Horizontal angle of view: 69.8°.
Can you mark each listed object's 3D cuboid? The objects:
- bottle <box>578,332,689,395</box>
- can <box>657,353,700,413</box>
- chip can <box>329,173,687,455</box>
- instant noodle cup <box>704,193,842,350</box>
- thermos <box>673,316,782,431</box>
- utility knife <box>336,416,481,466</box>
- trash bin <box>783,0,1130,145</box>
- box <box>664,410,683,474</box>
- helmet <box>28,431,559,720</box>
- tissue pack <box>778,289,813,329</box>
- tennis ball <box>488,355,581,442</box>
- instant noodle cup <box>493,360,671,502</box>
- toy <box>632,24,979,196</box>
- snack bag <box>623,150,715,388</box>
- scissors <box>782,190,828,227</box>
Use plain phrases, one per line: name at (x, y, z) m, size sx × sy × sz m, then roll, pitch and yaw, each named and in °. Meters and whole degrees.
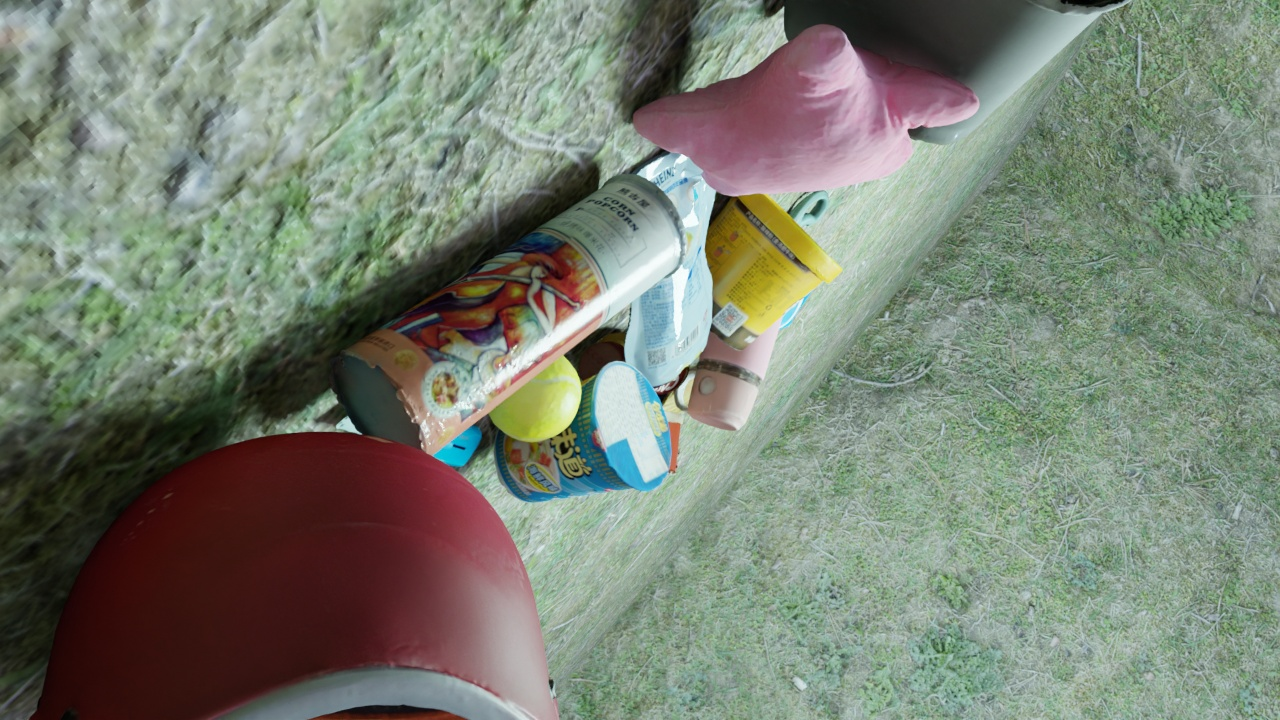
bottle at (-0.005, 0.005, 0.806) m, size 0.057 × 0.057 × 0.174 m, roll -54°, pitch 166°, yaw 11°
can at (0.036, 0.018, 0.986) m, size 0.075 × 0.049 × 0.148 m, roll -56°, pitch 165°, yaw 18°
chip can at (-0.065, -0.028, 0.509) m, size 0.214 × 0.071 × 0.071 m, roll -40°, pitch 162°, yaw -36°
instant noodle cup at (0.095, -0.080, 0.802) m, size 0.114 × 0.118 × 0.118 m, roll -46°, pitch 167°, yaw 13°
thermos at (0.093, -0.033, 0.892) m, size 0.067 × 0.087 × 0.198 m, roll 28°, pitch 78°, yaw -46°
utility knife at (-0.140, 0.045, 0.569) m, size 0.034 × 0.018 × 0.179 m, roll -50°, pitch 165°, yaw -1°
trash bin at (0.189, -0.253, 0.518) m, size 0.198 × 0.199 × 0.220 m, roll -50°, pitch 172°, yaw -5°
box at (-0.020, 0.078, 0.841) m, size 0.168 × 0.091 × 0.077 m, roll 25°, pitch 73°, yaw -75°
helmet at (-0.153, 0.116, 0.422) m, size 0.206 × 0.143 × 0.241 m, roll 6°, pitch 153°, yaw -30°
tissue pack at (0.138, -0.067, 1.026) m, size 0.156 × 0.052 × 0.095 m, roll -22°, pitch 153°, yaw -31°
tennis ball at (-0.073, 0.023, 0.623) m, size 0.065 × 0.065 × 0.065 m, roll -47°, pitch 165°, yaw -16°
instant noodle cup at (-0.049, 0.062, 0.693) m, size 0.110 × 0.099 × 0.099 m, roll -19°, pitch -176°, yaw 30°
toy at (0.098, -0.138, 0.553) m, size 0.178 × 0.074 × 0.195 m, roll 8°, pitch 169°, yaw -37°
snack bag at (0.022, -0.071, 0.678) m, size 0.110 × 0.039 × 0.191 m, roll -35°, pitch 141°, yaw -29°
scissors at (0.166, -0.137, 1.062) m, size 0.178 × 0.019 × 0.171 m, roll -42°, pitch 160°, yaw -24°
